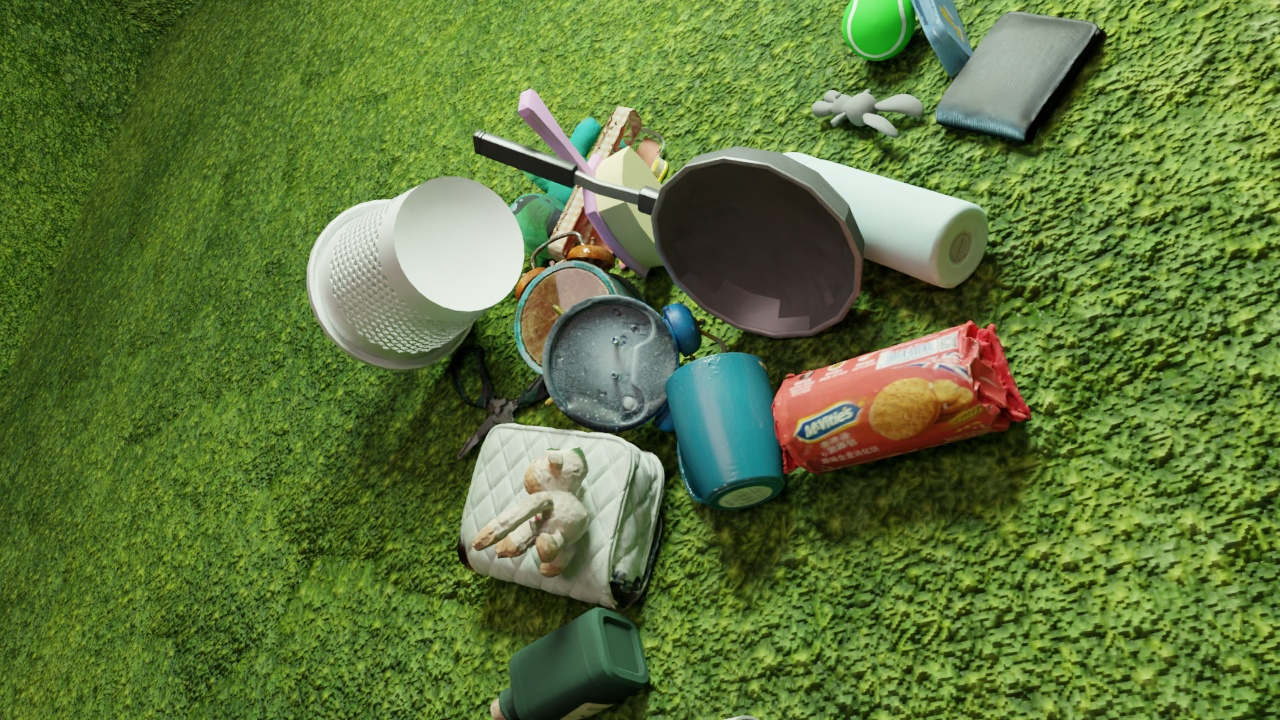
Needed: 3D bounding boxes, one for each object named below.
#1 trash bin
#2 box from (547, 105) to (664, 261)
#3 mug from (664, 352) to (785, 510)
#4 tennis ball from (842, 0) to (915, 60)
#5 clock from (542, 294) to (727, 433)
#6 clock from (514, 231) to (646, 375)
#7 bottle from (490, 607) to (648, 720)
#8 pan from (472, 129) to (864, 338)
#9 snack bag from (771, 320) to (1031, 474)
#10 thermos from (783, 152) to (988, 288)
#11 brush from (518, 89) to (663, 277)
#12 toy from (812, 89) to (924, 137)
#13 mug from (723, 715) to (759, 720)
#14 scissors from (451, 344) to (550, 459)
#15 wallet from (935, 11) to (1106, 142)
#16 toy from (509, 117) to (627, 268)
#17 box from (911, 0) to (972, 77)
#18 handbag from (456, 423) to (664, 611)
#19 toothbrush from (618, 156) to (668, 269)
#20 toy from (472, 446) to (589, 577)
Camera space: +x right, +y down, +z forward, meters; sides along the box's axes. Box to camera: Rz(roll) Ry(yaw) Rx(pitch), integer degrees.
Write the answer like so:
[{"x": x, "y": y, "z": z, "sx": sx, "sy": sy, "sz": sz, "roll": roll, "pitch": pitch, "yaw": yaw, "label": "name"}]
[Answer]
[{"x": -0.225, "y": -0.098, "z": 0.961, "sx": 0.200, "sy": 0.195, "sz": 0.195, "roll": -14, "pitch": 53, "yaw": 56, "label": "trash bin"}, {"x": -0.035, "y": -0.175, "z": 0.973, "sx": 0.048, "sy": 0.085, "sz": 0.187, "roll": 16, "pitch": 77, "yaw": 40, "label": "box"}, {"x": 0.064, "y": 0.066, "z": 0.727, "sx": 0.112, "sy": 0.084, "sz": 0.104, "roll": -50, "pitch": 44, "yaw": 48, "label": "mug"}, {"x": 0.218, "y": -0.309, "z": 0.840, "sx": 0.065, "sy": 0.065, "sz": 0.065, "roll": -22, "pitch": 50, "yaw": 30, "label": "tennis ball"}, {"x": -0.005, "y": 0.005, "z": 0.793, "sx": 0.161, "sy": 0.060, "sz": 0.117, "roll": 7, "pitch": 92, "yaw": 6, "label": "clock"}, {"x": -0.060, "y": -0.049, "z": 0.889, "sx": 0.121, "sy": 0.073, "sz": 0.157, "roll": -25, "pitch": 71, "yaw": 19, "label": "clock"}, {"x": -0.064, "y": 0.252, "z": 0.721, "sx": 0.131, "sy": 0.061, "sz": 0.061, "roll": -34, "pitch": 48, "yaw": 20, "label": "bottle"}, {"x": 0.017, "y": -0.130, "z": 0.761, "sx": 0.357, "sy": 0.179, "sz": 0.041, "roll": 22, "pitch": 53, "yaw": 15, "label": "pan"}, {"x": 0.177, "y": 0.027, "z": 0.649, "sx": 0.177, "sy": 0.082, "sz": 0.082, "roll": -19, "pitch": 52, "yaw": 32, "label": "snack bag"}, {"x": 0.179, "y": -0.121, "z": 0.750, "sx": 0.077, "sy": 0.065, "sz": 0.207, "roll": -32, "pitch": 37, "yaw": -20, "label": "thermos"}, {"x": -0.032, "y": -0.168, "z": 0.851, "sx": 0.043, "sy": 0.228, "sz": 0.089, "roll": -15, "pitch": 54, "yaw": 25, "label": "brush"}, {"x": 0.200, "y": -0.226, "z": 0.828, "sx": 0.049, "sy": 0.030, "sz": 0.112, "roll": -42, "pitch": 36, "yaw": -10, "label": "toy"}, {"x": 0.046, "y": 0.295, "z": 0.601, "sx": 0.090, "sy": 0.071, "sz": 0.107, "roll": -28, "pitch": 75, "yaw": 37, "label": "mug"}, {"x": -0.138, "y": 0.015, "z": 0.982, "sx": 0.202, "sy": 0.015, "sz": 0.202, "roll": -45, "pitch": 43, "yaw": 6, "label": "scissors"}, {"x": 0.304, "y": -0.231, "z": 0.741, "sx": 0.089, "sy": 0.026, "sz": 0.115, "roll": 32, "pitch": 86, "yaw": 46, "label": "wallet"}, {"x": -0.089, "y": -0.178, "z": 1.027, "sx": 0.130, "sy": 0.072, "sz": 0.193, "roll": 36, "pitch": 89, "yaw": 13, "label": "toy"}, {"x": 0.259, "y": -0.340, "z": 0.825, "sx": 0.037, "sy": 0.065, "sz": 0.209, "roll": -29, "pitch": 47, "yaw": 29, "label": "box"}, {"x": -0.068, "y": 0.133, "z": 0.799, "sx": 0.195, "sy": 0.072, "sz": 0.138, "roll": 3, "pitch": 74, "yaw": 42, "label": "handbag"}, {"x": 0.001, "y": -0.157, "z": 0.969, "sx": 0.021, "sy": 0.016, "sz": 0.135, "roll": 1, "pitch": 64, "yaw": 47, "label": "toothbrush"}, {"x": -0.076, "y": 0.111, "z": 0.712, "sx": 0.074, "sy": 0.085, "sz": 0.105, "roll": 19, "pitch": 76, "yaw": 23, "label": "toy"}]
